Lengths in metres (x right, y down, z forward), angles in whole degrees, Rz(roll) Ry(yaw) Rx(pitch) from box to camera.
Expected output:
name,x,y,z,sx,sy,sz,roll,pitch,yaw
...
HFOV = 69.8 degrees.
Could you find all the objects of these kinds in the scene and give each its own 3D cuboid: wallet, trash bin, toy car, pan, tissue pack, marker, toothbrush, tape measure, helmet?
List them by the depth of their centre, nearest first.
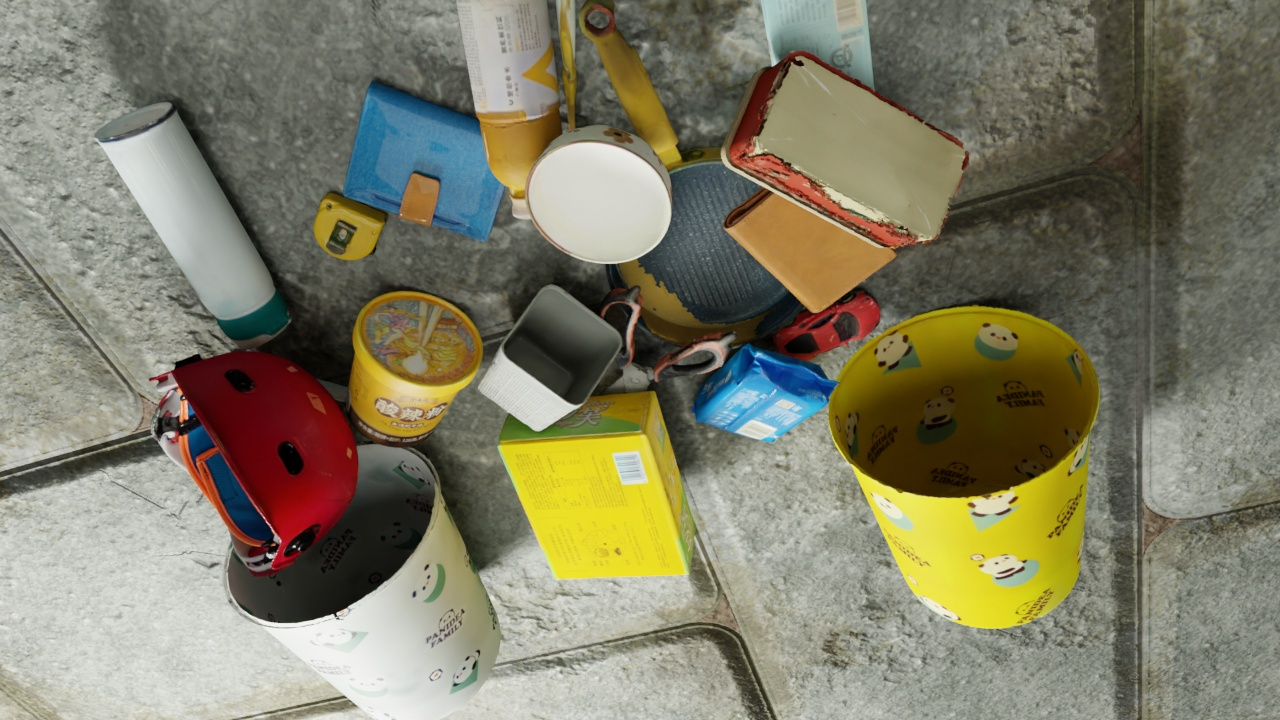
name,x,y,z,sx,sy,sz,roll,pitch,yaw
toothbrush,-0.059,-0.238,0.749,0.016,0.018,0.192,-1,126,-2
pan,0.035,-0.147,0.780,0.198,0.078,0.357,-20,124,13
wallet,0.150,-0.109,0.781,0.108,0.031,0.131,-38,126,22
wallet,-0.181,-0.168,0.791,0.133,0.040,0.107,18,120,-13
tape measure,-0.266,-0.118,0.831,0.060,0.028,0.057,23,124,-16
helmet,-0.342,0.076,0.855,0.207,0.143,0.241,54,146,3
toy car,0.183,-0.031,0.897,0.106,0.031,0.049,-23,124,14
trash bin,0.325,0.117,0.897,0.230,0.229,0.255,-17,130,12
tissue pack,0.119,0.031,0.903,0.095,0.052,0.157,18,152,-13
marker,-0.327,0.031,0.948,0.130,0.018,0.023,16,134,-12
trash bin,-0.279,0.255,0.997,0.230,0.229,0.252,-12,130,8

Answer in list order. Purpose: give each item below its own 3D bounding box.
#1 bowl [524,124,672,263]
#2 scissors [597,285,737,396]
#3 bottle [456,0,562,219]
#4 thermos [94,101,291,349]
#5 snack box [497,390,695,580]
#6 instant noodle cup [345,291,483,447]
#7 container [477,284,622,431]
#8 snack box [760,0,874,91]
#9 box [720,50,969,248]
name,x,y,z,sx,sy,sz,roll,pitch,yaw
bowl,-0.028,-0.139,0.717,0.113,0.062,0.114,7,137,6
scissors,0.003,0.005,0.894,0.227,0.015,0.189,-19,132,34
bottle,-0.098,-0.207,0.727,0.068,0.068,0.190,-5,117,3
thermos,-0.388,-0.110,0.815,0.073,0.073,0.224,-12,126,8
snack box,-0.040,0.136,0.961,0.158,0.069,0.210,-6,127,16
instant noodle cup,-0.225,0.014,0.880,0.118,0.118,0.115,21,131,-15
container,-0.090,0.004,0.858,0.090,0.090,0.115,37,150,-8
snack box,0.143,-0.237,0.730,0.074,0.051,0.175,-11,126,9
box,0.157,-0.153,0.689,0.168,0.080,0.091,24,87,-16
